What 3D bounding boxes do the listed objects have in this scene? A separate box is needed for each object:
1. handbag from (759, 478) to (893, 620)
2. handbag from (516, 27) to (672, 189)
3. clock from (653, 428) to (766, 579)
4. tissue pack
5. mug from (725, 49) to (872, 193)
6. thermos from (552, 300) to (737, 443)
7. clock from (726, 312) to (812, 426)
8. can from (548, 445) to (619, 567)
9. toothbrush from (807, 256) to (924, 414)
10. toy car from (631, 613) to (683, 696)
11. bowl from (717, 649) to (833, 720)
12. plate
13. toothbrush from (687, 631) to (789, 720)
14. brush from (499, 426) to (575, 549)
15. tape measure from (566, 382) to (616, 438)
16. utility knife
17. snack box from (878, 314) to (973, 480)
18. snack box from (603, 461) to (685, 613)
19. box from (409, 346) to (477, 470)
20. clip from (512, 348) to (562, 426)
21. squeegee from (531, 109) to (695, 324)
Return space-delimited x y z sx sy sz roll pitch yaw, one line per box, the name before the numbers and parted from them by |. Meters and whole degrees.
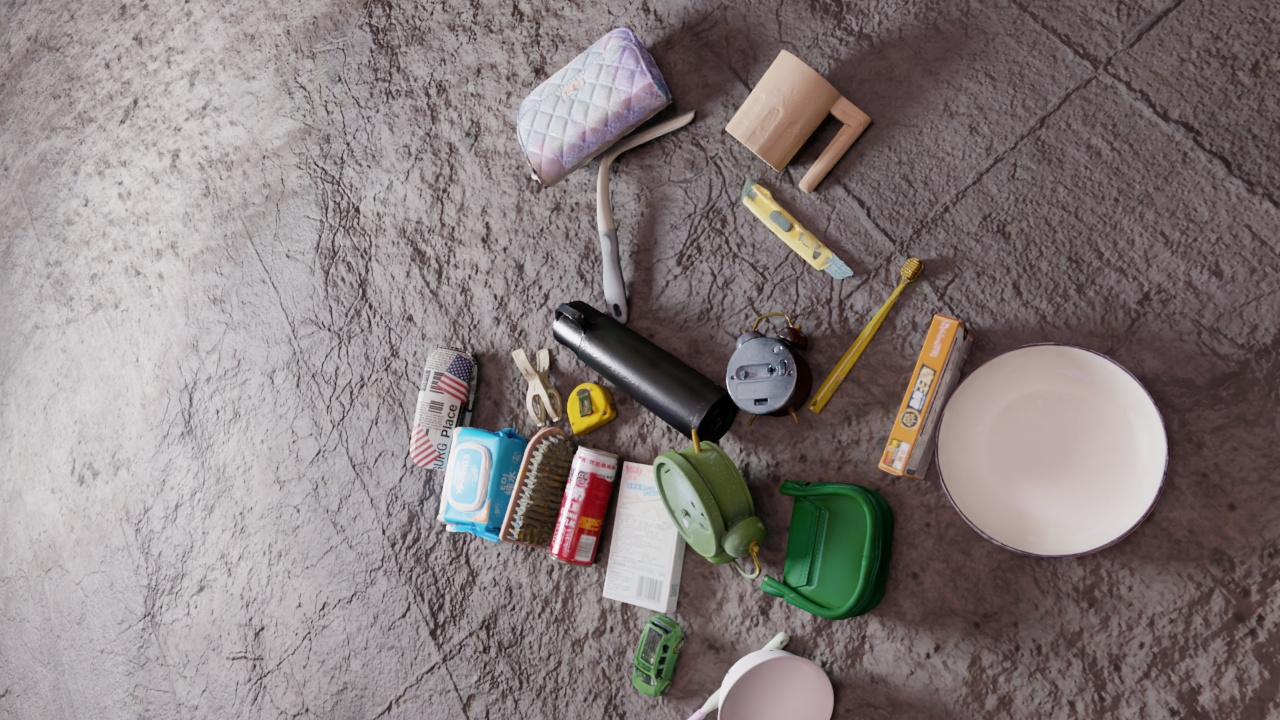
handbag | 0.182 0.184 0.903 0.120 0.068 0.131 5 82 33
handbag | -0.065 -0.316 1.143 0.194 0.075 0.134 -33 55 19
clock | 0.075 0.154 0.946 0.056 0.116 0.161 -26 80 -19
tissue pack | -0.198 0.150 1.146 0.090 0.063 0.140 5 82 32
mug | 0.171 -0.258 1.003 0.124 0.084 0.104 40 104 4
thermos | -0.006 0.006 1.042 0.242 0.090 0.068 33 85 31
clock | 0.138 0.007 0.974 0.082 0.055 0.121 -6 76 31
can | -0.065 0.169 1.066 0.053 0.053 0.132 13 87 33
toothbrush | 0.231 -0.025 0.946 0.016 0.016 0.190 40 102 32
toy car | 0.015 0.321 0.992 0.043 0.036 0.091 21 106 32
bowl | 0.123 0.327 0.904 0.118 0.118 0.064 -61 19 7
plate | 0.367 0.081 0.827 0.193 0.039 0.192 -7 76 30
toothbrush | 0.089 0.348 0.957 0.190 0.029 0.020 -48 19 13
brush | -0.123 0.151 1.105 0.073 0.063 0.145 6 80 63
tape measure | -0.062 0.056 1.103 0.060 0.029 0.057 -29 66 23
utility knife | 0.169 -0.143 1.013 0.178 0.019 0.031 46 111 25
snack box | 0.274 0.038 0.872 0.026 0.075 0.153 20 91 33
snack box | 0.010 0.196 1.031 0.085 0.026 0.156 5 83 32
box | -0.257 0.062 1.194 0.075 0.077 0.163 8 81 27
clip | -0.125 0.032 1.138 0.034 0.060 0.097 -17 83 28
squeegee | -0.038 -0.165 1.128 0.247 0.039 0.246 -12 74 29
